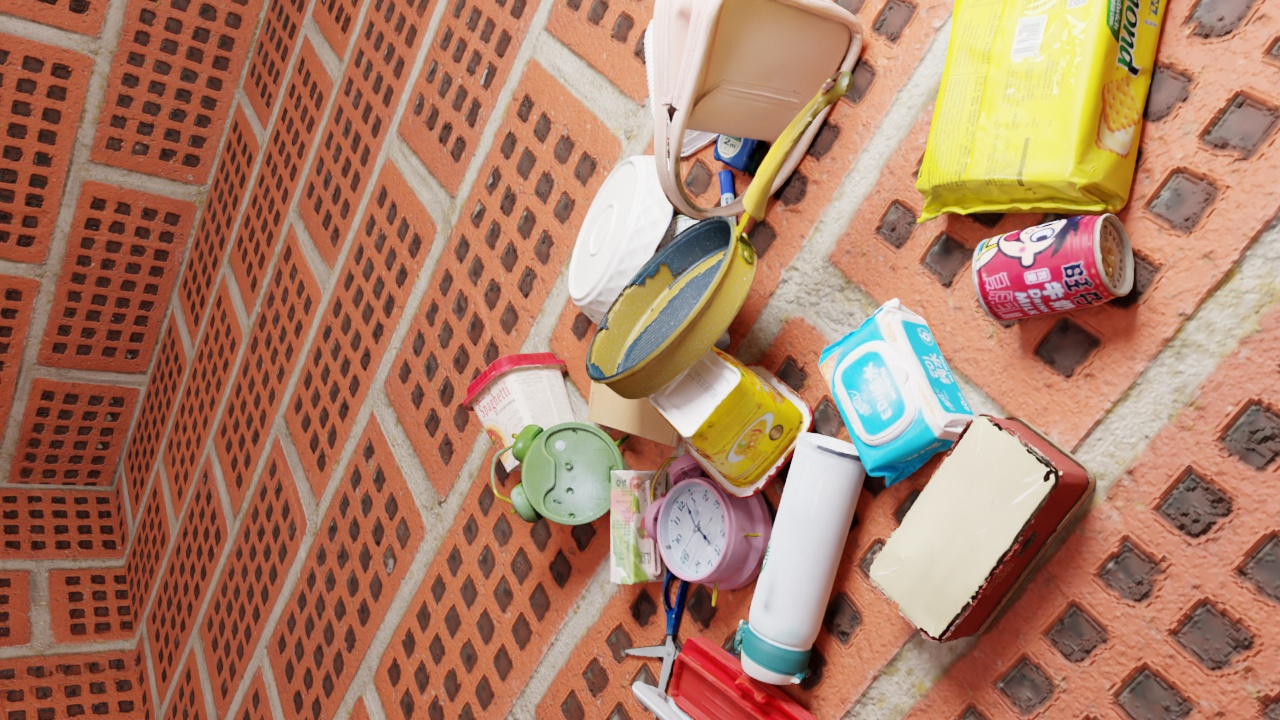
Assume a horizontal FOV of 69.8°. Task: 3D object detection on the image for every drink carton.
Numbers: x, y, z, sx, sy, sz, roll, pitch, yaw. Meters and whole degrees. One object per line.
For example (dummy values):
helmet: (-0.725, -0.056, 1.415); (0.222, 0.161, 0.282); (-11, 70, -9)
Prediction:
drink carton: (-0.001, 0.182, 1.003); (0.046, 0.053, 0.122); (-11, 75, 48)

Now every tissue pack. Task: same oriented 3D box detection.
tissue pack: (0.212, 0.027, 0.774); (0.090, 0.063, 0.140); (-42, 54, 37)

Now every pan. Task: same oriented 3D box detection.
pan: (0.069, -0.107, 0.827); (0.358, 0.078, 0.197); (-40, 23, 25)

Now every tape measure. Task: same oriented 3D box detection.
tape measure: (0.107, -0.229, 0.975); (0.058, 0.025, 0.054); (38, 110, 42)

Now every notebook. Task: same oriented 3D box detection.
notebook: (-0.006, 0.006, 1.018); (0.212, 0.012, 0.149); (9, 95, 62)

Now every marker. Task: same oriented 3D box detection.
marker: (0.096, -0.133, 0.976); (0.017, 0.016, 0.145); (-18, 69, 46)

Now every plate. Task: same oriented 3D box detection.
plate: (-0.026, -0.142, 1.044); (0.205, 0.045, 0.204); (-52, 26, 38)

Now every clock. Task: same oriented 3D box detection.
clock: (0.060, 0.160, 0.930); (0.158, 0.059, 0.117); (47, 117, 45)
clock: (-0.093, 0.130, 1.056); (0.056, 0.161, 0.116); (87, -176, -81)

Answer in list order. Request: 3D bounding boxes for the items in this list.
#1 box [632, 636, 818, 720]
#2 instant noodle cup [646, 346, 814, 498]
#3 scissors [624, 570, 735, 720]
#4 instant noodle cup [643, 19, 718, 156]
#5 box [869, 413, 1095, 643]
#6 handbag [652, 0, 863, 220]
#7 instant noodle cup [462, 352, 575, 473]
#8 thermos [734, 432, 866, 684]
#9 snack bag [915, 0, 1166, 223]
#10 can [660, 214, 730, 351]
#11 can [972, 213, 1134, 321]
box: (0.080, 0.342, 0.834); (0.201, 0.098, 0.095); (25, 107, 45)
instant noodle cup: (0.080, 0.049, 0.859); (0.116, 0.123, 0.116); (-49, 46, 4)
scissors: (0.040, 0.302, 0.965); (0.163, 0.012, 0.174); (14, 94, 50)
instant noodle cup: (0.059, -0.332, 1.025); (0.138, 0.060, 0.173); (-22, 65, 46)
box: (0.250, 0.127, 0.700); (0.091, 0.077, 0.169); (47, 117, 42)
handbag: (0.094, -0.243, 0.881); (0.093, 0.193, 0.234); (41, 124, 48)
instant noodle cup: (-0.143, 0.067, 1.154); (0.117, 0.116, 0.124); (-40, 66, 37)
thermos: (0.142, 0.180, 0.824); (0.073, 0.073, 0.224); (23, 101, 49)
snack bag: (0.305, -0.226, 0.710); (0.158, 0.068, 0.246); (12, 91, 50)
can: (0.057, -0.080, 0.980); (0.058, 0.058, 0.146); (-27, 63, 44)
can: (0.305, -0.068, 0.680); (0.094, 0.066, 0.066); (-11, 75, 48)
